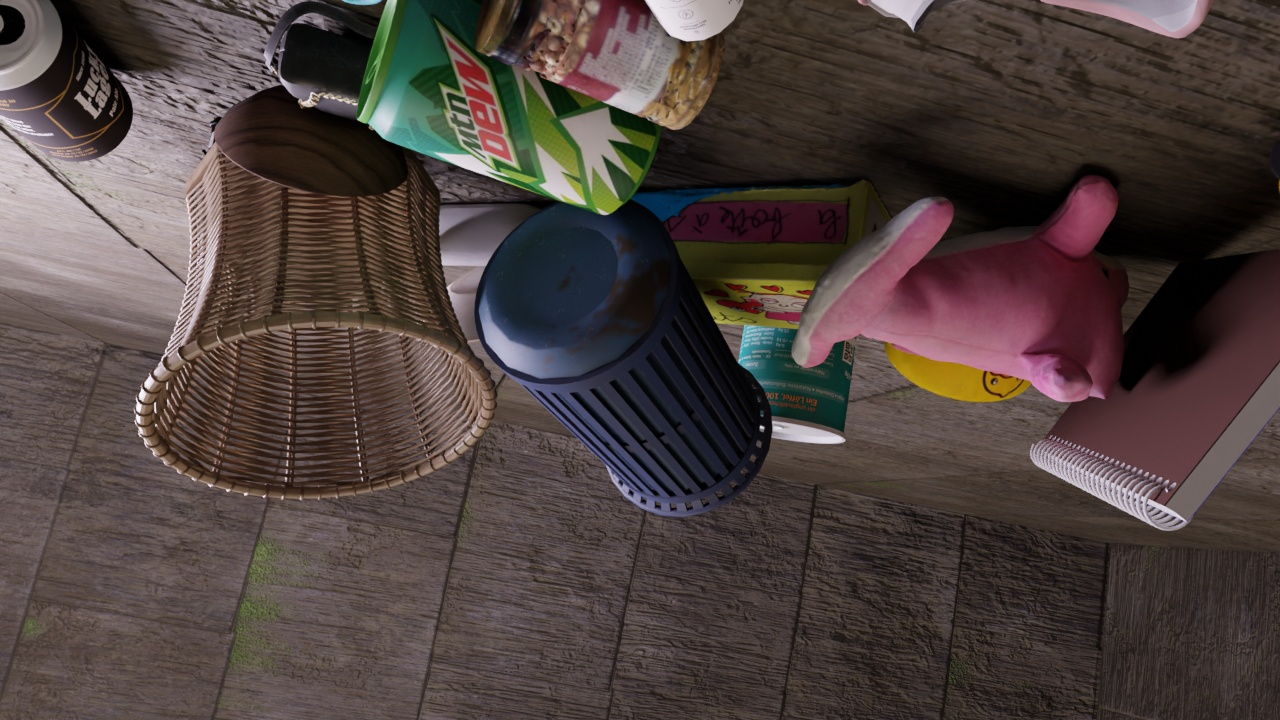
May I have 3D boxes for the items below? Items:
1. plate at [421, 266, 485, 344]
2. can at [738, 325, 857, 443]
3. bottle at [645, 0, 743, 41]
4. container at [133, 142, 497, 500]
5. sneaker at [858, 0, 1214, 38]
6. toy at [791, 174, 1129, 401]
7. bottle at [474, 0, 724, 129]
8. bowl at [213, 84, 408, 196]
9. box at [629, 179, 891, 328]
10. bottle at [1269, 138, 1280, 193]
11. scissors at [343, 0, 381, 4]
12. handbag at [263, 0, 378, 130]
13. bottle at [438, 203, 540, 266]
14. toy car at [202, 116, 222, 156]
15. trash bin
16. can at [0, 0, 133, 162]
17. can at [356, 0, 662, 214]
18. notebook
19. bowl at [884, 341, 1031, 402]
[{"bbox_3d":[-0.112,-0.067,0.799,0.189,0.027,0.188,-16,-158,6],"label":"plate"},{"bbox_3d":[0.134,-0.010,0.783,0.099,0.143,0.099,10,169,2],"label":"can"},{"bbox_3d":[0.005,-0.171,0.353,0.041,0.041,0.116,5,168,26],"label":"bottle"},{"bbox_3d":[-0.231,-0.037,0.665,0.227,0.196,0.227,-10,148,-7],"label":"container"},{"bbox_3d":[0.073,-0.150,0.266,0.236,0.089,0.099,11,169,-5],"label":"sneaker"},{"bbox_3d":[0.227,-0.023,0.572,0.265,0.127,0.187,0,147,-27],"label":"toy"},{"bbox_3d":[-0.018,-0.152,0.430,0.105,0.056,0.056,15,168,-25],"label":"bottle"},{"bbox_3d":[-0.206,-0.148,0.587,0.119,0.032,0.119,16,-149,-10],"label":"bowl"},{"bbox_3d":[0.073,-0.075,0.688,0.221,0.079,0.124,3,167,27],"label":"box"},{"bbox_3d":[0.370,-0.080,0.471,0.143,0.043,0.043,17,167,-32],"label":"bottle"},{"bbox_3d":[-0.143,-0.198,0.430,0.139,0.015,0.118,11,171,29],"label":"scissors"},{"bbox_3d":[-0.155,-0.163,0.546,0.128,0.054,0.079,11,180,-20],"label":"handbag"},{"bbox_3d":[-0.122,-0.106,0.773,0.195,0.052,0.052,4,168,29],"label":"bottle"},{"bbox_3d":[-0.289,-0.147,0.710,0.049,0.051,0.100,-13,155,19],"label":"toy car"},{"bbox_3d":[-0.004,0.004,0.626,0.139,0.139,0.249,6,157,23],"label":"trash bin"},{"bbox_3d":[-0.382,-0.181,0.582,0.072,0.072,0.129,12,169,-7],"label":"can"},{"bbox_3d":[-0.067,-0.137,0.483,0.144,0.083,0.083,15,168,-25],"label":"can"},{"bbox_3d":[0.319,0.010,0.546,0.022,0.172,0.209,35,-174,5],"label":"notebook"},{"bbox_3d":[0.255,-0.029,0.714,0.117,0.117,0.068,9,128,8],"label":"bowl"}]
